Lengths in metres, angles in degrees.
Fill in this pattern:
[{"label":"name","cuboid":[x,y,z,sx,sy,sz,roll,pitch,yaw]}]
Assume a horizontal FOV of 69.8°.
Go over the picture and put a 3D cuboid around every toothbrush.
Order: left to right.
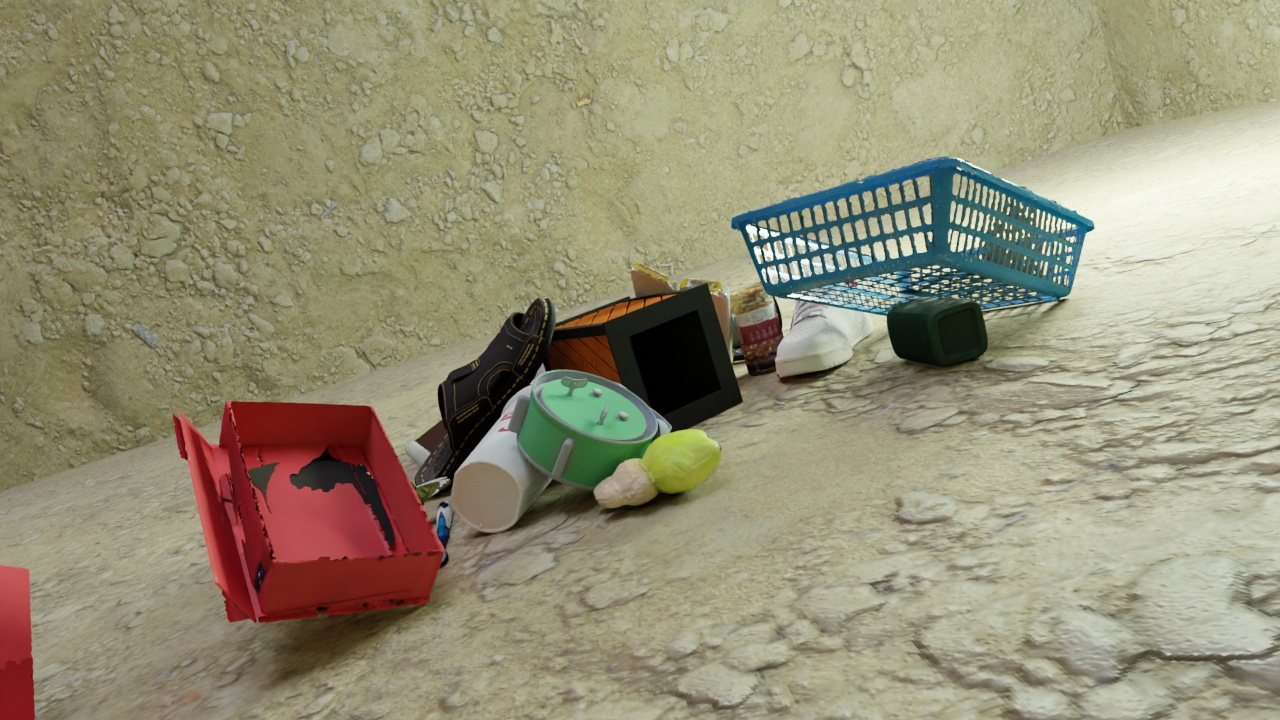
[{"label":"toothbrush","cuboid":[-0.190,0.159,0.876,0.016,0.017,0.189,-20,10,-8]}]

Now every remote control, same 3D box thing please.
[{"label":"remote control","cuboid":[0.130,-0.005,1.264,0.137,0.015,0.032,-8,13,37]}]

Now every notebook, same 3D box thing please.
[{"label":"notebook","cuboid":[-0.236,0.085,1.252,0.171,0.022,0.209,-40,15,-16]}]

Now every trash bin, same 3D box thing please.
[{"label":"trash bin","cuboid":[-0.006,0.006,1.055,0.139,0.140,0.172,-23,10,-30]}]

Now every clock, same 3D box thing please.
[{"label":"clock","cuboid":[-0.035,0.059,0.868,0.161,0.075,0.122,-3,33,-45]}]

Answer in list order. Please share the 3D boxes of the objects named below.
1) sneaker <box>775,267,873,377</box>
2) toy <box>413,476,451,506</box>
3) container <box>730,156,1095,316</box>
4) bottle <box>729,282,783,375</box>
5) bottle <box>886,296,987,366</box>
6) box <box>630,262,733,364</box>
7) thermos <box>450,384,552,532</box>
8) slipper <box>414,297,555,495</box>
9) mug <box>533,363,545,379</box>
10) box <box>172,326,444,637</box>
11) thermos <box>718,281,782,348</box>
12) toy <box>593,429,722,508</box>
[{"label":"sneaker","cuboid":[0.215,-0.056,1.119,0.090,0.104,0.235,-12,11,34]},{"label":"toy","cuboid":[-0.267,0.152,0.871,0.179,0.078,0.153,-23,9,-13]},{"label":"container","cuboid":[0.305,-0.111,0.999,0.361,0.089,0.258,5,-10,-44]},{"label":"bottle","cuboid":[0.148,-0.040,1.148,0.056,0.105,0.056,-17,9,3]},{"label":"bottle","cuboid":[0.296,-0.033,0.954,0.061,0.061,0.131,-17,9,-10]},{"label":"box","cuboid":[0.055,-0.051,1.161,0.130,0.036,0.210,16,-23,15]},{"label":"thermos","cuboid":[-0.114,0.093,0.924,0.099,0.099,0.220,-15,14,15]},{"label":"slipper","cuboid":[-0.187,0.034,1.038,0.268,0.075,0.113,-54,27,8]},{"label":"mug","cuboid":[-0.110,0.034,1.222,0.112,0.078,0.096,-50,40,17]},{"label":"box","cuboid":[-0.258,0.109,0.731,0.164,0.153,0.214,-36,44,-9]},{"label":"thermos","cuboid":[0.084,-0.043,1.370,0.240,0.082,0.082,-18,9,-4]},{"label":"toy","cuboid":[0.014,0.095,0.787,0.115,0.046,0.092,-26,9,-6]}]
